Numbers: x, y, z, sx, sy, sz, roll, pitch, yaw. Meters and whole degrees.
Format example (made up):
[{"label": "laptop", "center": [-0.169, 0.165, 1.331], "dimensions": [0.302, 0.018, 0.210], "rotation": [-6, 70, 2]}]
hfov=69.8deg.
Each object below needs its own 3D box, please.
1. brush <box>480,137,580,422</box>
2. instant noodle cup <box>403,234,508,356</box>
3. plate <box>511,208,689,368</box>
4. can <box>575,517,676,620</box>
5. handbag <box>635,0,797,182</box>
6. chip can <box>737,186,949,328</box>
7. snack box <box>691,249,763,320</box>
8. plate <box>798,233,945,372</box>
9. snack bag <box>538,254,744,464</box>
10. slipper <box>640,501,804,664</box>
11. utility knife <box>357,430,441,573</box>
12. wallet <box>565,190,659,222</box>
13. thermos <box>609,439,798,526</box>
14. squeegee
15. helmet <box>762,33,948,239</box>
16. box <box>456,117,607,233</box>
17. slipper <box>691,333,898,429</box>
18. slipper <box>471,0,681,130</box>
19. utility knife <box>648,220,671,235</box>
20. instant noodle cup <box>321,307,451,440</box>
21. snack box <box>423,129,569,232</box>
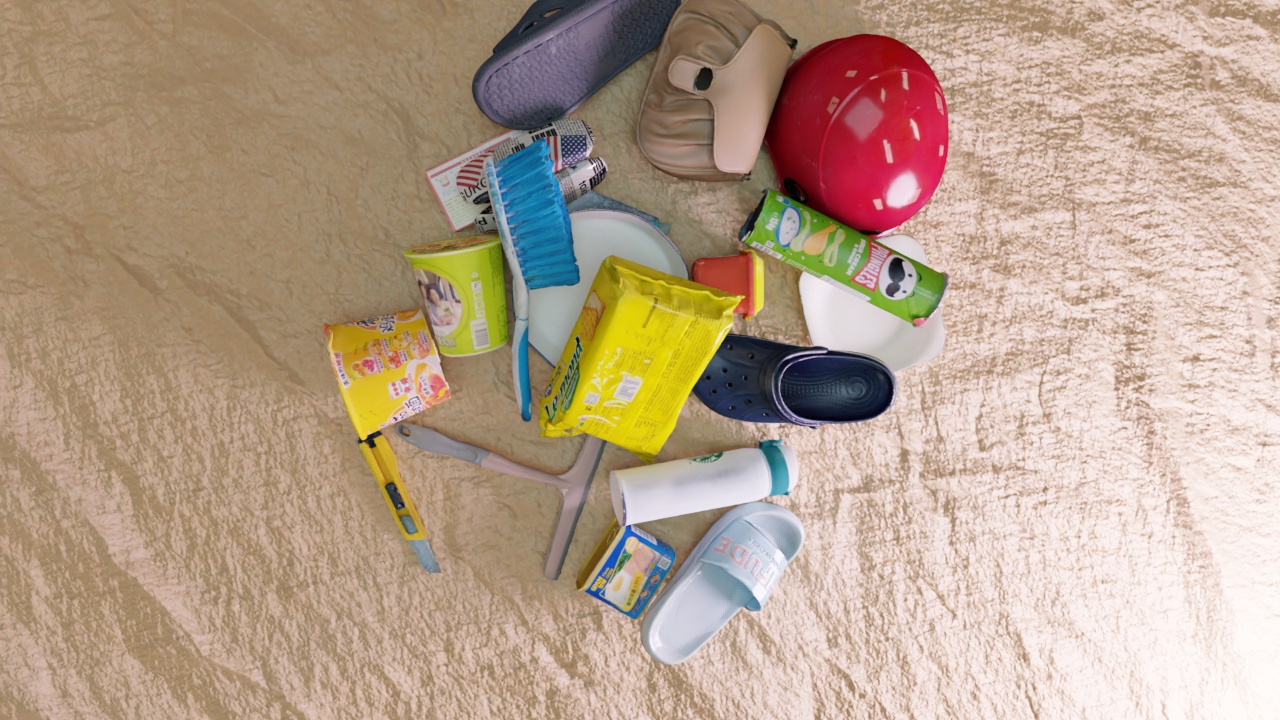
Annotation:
[{"label": "brush", "center": [-0.116, -0.079, 1.010], "dimensions": [0.109, 0.060, 0.315], "rotation": [-12, 113, 3]}, {"label": "instant noodle cup", "center": [-0.200, -0.072, 1.040], "dimensions": [0.111, 0.111, 0.123], "rotation": [-10, 106, -4]}, {"label": "plate", "center": [-0.046, -0.078, 1.063], "dimensions": [0.205, 0.045, 0.205], "rotation": [-1, 110, -3]}, {"label": "can", "center": [-0.017, 0.253, 1.117], "dimensions": [0.083, 0.057, 0.102], "rotation": [33, 93, -11]}, {"label": "handbag", "center": [0.080, -0.304, 1.032], "dimensions": [0.148, 0.099, 0.204], "rotation": [19, 95, 8]}, {"label": "chip can", "center": [0.232, -0.117, 1.053], "dimensions": [0.236, 0.072, 0.072], "rotation": [25, 94, -5]}, {"label": "snack box", "center": [0.100, -0.088, 1.072], "dimensions": [0.080, 0.091, 0.082], "rotation": [-2, 96, 1]}, {"label": "plate", "center": [0.278, -0.061, 1.118], "dimensions": [0.164, 0.034, 0.163], "rotation": [-17, 98, -3]}, {"label": "snack bag", "center": [-0.006, 0.006, 1.026], "dimensions": [0.158, 0.068, 0.247], "rotation": [16, 120, -19]}, {"label": "slipper", "center": [0.102, 0.268, 1.102], "dimensions": [0.245, 0.074, 0.104], "rotation": [-43, 106, -13]}, {"label": "utility knife", "center": [-0.287, 0.170, 1.101], "dimensions": [0.033, 0.015, 0.202], "rotation": [-23, 99, 0]}, {"label": "wallet", "center": [-0.049, -0.145, 1.086], "dimensions": [0.121, 0.019, 0.097], "rotation": [22, 96, -9]}, {"label": "thermos", "center": [0.078, 0.143, 1.097], "dimensions": [0.224, 0.073, 0.073], "rotation": [-9, 97, -13]}, {"label": "squeegee", "center": [-0.175, 0.119, 1.095], "dimensions": [0.249, 0.040, 0.248], "rotation": [19, 95, -7]}, {"label": "helmet", "center": [0.260, -0.253, 1.042], "dimensions": [0.207, 0.144, 0.240], "rotation": [-27, 100, -4]}, {"label": "box", "center": [-0.122, -0.210, 1.028], "dimensions": [0.162, 0.075, 0.086], "rotation": [-24, 82, 0]}, {"label": "slipper", "center": [0.171, 0.031, 1.072], "dimensions": [0.253, 0.095, 0.105], "rotation": [7, 98, 8]}, {"label": "slipper", "center": [-0.078, -0.355, 1.028], "dimensions": [0.267, 0.083, 0.111], "rotation": [-35, 142, -12]}, {"label": "utility knife", "center": [-0.056, -0.153, 1.068], "dimensions": [0.182, 0.013, 0.029], "rotation": [3, 98, -4]}, {"label": "instant noodle cup", "center": [-0.280, 0.008, 1.028], "dimensions": [0.109, 0.138, 0.138], "rotation": [-18, 98, -11]}, {"label": "snack box", "center": [-0.162, -0.216, 1.061], "dimensions": [0.156, 0.027, 0.077], "rotation": [-26, 99, -2]}]
